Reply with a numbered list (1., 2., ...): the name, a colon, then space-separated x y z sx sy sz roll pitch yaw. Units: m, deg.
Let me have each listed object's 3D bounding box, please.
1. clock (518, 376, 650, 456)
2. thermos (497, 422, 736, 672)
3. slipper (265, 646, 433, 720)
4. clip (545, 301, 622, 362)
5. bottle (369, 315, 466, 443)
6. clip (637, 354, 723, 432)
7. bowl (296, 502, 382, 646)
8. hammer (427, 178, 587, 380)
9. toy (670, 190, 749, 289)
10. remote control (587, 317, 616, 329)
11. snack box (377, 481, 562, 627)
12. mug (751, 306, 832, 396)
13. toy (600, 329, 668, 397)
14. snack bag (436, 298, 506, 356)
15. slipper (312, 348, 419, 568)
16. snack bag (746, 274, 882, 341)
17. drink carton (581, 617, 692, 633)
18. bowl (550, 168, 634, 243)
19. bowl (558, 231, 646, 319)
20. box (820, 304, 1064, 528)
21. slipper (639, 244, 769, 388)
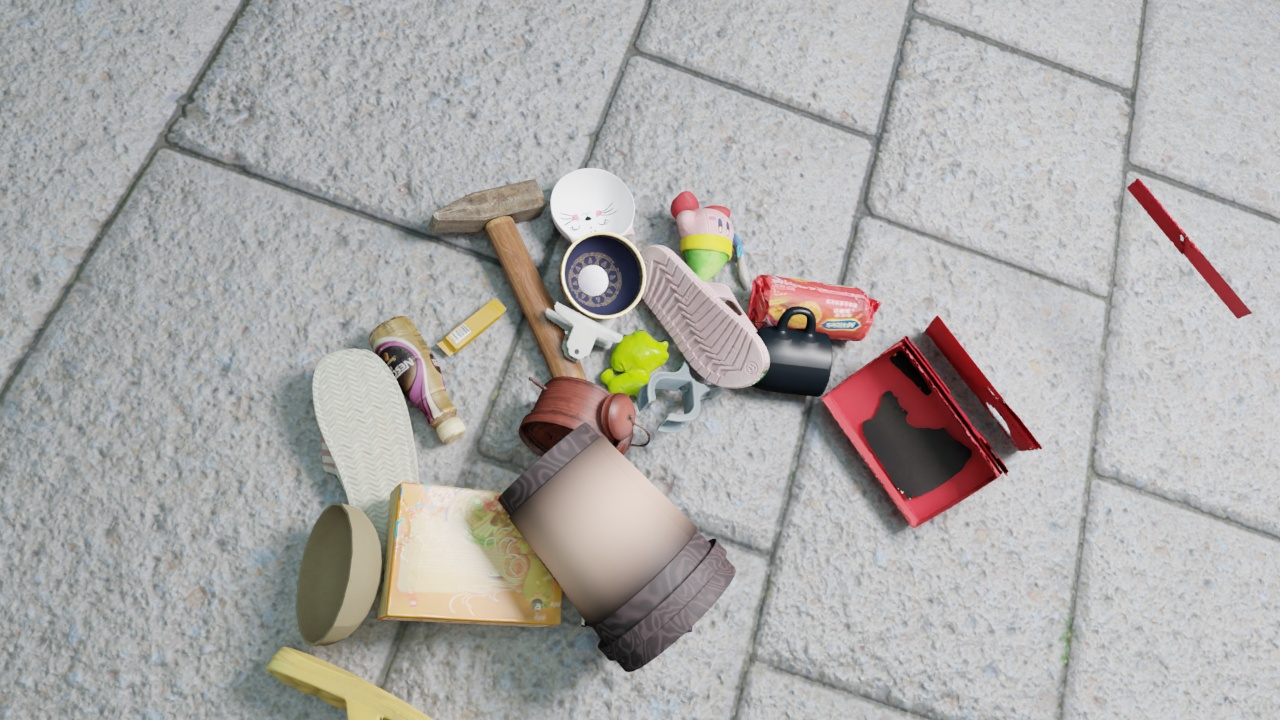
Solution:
1. clock: -0.066 0.080 1.111 0.158 0.121 0.072 17 60 6
2. thermos: -0.032 0.193 0.992 0.172 0.173 0.226 -40 86 -20
3. slipper: -0.285 0.391 0.968 0.263 0.100 0.078 26 58 5
4. clip: -0.074 -0.032 1.160 0.102 0.056 0.056 27 31 -22
5. bottle: -0.269 0.026 1.127 0.059 0.060 0.166 -30 80 -18
6. clip: 0.036 0.029 1.148 0.112 0.028 0.162 46 29 8
7. bowl: -0.324 0.235 1.006 0.050 0.153 0.152 17 64 -36
8. hammer: -0.148 -0.086 1.190 0.157 0.037 0.300 -20 78 -30
9. toy: 0.089 -0.150 1.256 0.124 0.097 0.131 16 52 -46
10. remote control: -0.037 -0.084 1.231 0.033 0.012 0.130 27 68 1
11. snack box: -0.190 0.223 1.042 0.195 0.081 0.145 10 68 -22
12. mug: 0.194 -0.015 1.190 0.094 0.122 0.085 6 30 -7
13. toy: -0.007 0.007 1.191 0.094 0.036 0.093 -7 76 -5
14. snack bag: -0.216 -0.043 1.182 0.026 0.020 0.099 46 69 3
15. slipper: -0.321 0.116 1.091 0.115 0.052 0.263 -16 84 -11
16. snack bag: 0.228 -0.070 1.238 0.176 0.082 0.082 8 69 -7
17. drink carton: -0.005 0.287 1.085 0.130 0.040 0.064 6 69 -7
18. bowl: -0.067 -0.199 1.248 0.114 0.051 0.114 3 69 -8
19. bowl: -0.055 -0.107 1.193 0.112 0.061 0.112 1 87 -18
20. box: 0.328 0.082 1.063 0.198 0.350 0.217 -37 80 18
21. slipper: 0.082 -0.057 1.198 0.239 0.094 0.064 49 32 22
